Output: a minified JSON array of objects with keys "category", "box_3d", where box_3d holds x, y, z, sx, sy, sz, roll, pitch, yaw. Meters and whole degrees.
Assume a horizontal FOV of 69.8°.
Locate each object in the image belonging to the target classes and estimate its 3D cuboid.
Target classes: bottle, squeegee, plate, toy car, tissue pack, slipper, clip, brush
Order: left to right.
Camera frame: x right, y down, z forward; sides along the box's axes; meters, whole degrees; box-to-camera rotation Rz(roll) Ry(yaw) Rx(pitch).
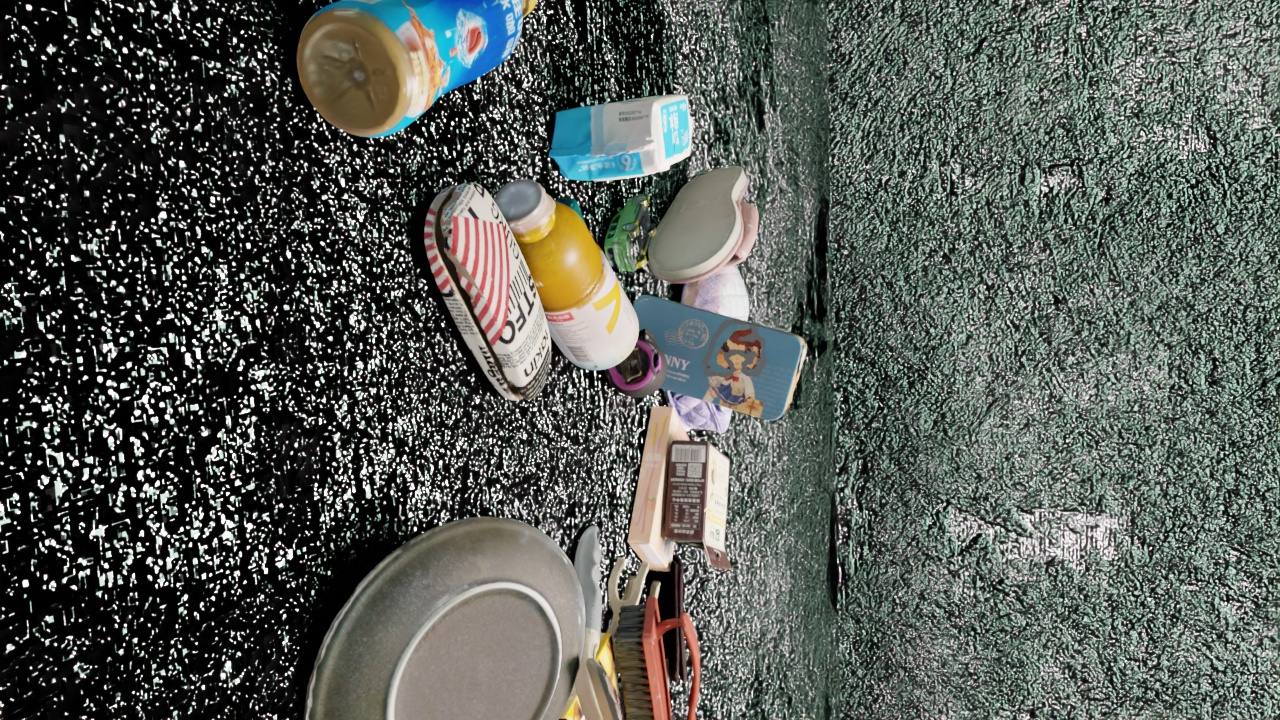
[{"category":"bottle","box_3d":[-0.111,-0.189,0.524,0.218,0.065,0.065,-64,148,-56]},{"category":"plate","box_3d":[-0.093,0.174,0.503,0.179,0.024,0.179,-11,105,-44]},{"category":"bottle","box_3d":[-0.056,-0.061,0.682,0.189,0.068,0.067,60,34,-56]},{"category":"squeegee","box_3d":[-0.036,0.219,0.709,0.246,0.039,0.247,-106,-177,-54]},{"category":"clip","box_3d":[-0.016,0.228,0.857,0.102,0.035,0.092,-51,142,-51]},{"category":"tissue pack","box_3d":[-0.012,-0.189,0.784,0.139,0.090,0.063,-48,134,-65]},{"category":"toy car","box_3d":[-0.009,-0.122,0.877,0.091,0.036,0.043,-69,151,-47]},{"category":"brush","box_3d":[0.020,0.288,0.814,0.063,0.069,0.146,-75,160,-70]},{"category":"slipper","box_3d":[0.076,-0.146,1.024,0.273,0.114,0.054,-74,144,-57]}]

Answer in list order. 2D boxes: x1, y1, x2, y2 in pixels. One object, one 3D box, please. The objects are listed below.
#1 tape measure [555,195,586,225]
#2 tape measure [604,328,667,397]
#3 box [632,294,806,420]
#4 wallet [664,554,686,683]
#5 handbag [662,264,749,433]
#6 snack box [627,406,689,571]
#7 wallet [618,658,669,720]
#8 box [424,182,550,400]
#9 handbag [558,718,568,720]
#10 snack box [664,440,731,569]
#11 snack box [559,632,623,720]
[{"category":"tape measure","box_3d":[-0.058,-0.096,0.745,0.054,0.025,0.058,66,30,-48]},{"category":"tape measure","box_3d":[-0.005,0.005,0.853,0.039,0.057,0.058,25,43,-68]},{"category":"box","box_3d":[0.065,-0.006,0.893,0.059,0.184,0.090,-15,119,-77]},{"category":"wallet","box_3d":[0.038,0.277,0.997,0.096,0.020,0.122,136,-46,-82]},{"category":"handbag","box_3d":[0.082,-0.019,1.091,0.134,0.076,0.193,65,30,-51]},{"category":"snack box","box_3d":[0.022,0.137,0.980,0.084,0.026,0.157,63,32,-54]},{"category":"wallet","box_3d":[0.005,0.358,0.908,0.129,0.037,0.106,15,76,-71]},{"category":"box","box_3d":[-0.091,-0.041,0.598,0.070,0.057,0.164,-57,146,-31]},{"category":"handbag","box_3d":[-0.076,0.332,0.576,0.204,0.100,0.148,-21,102,-71]},{"category":"snack box","box_3d":[0.066,0.157,0.984,0.113,0.053,0.125,42,51,-67]},{"category":"snack box","box_3d":[-0.053,0.295,0.740,0.140,0.034,0.087,-45,131,-63]}]
